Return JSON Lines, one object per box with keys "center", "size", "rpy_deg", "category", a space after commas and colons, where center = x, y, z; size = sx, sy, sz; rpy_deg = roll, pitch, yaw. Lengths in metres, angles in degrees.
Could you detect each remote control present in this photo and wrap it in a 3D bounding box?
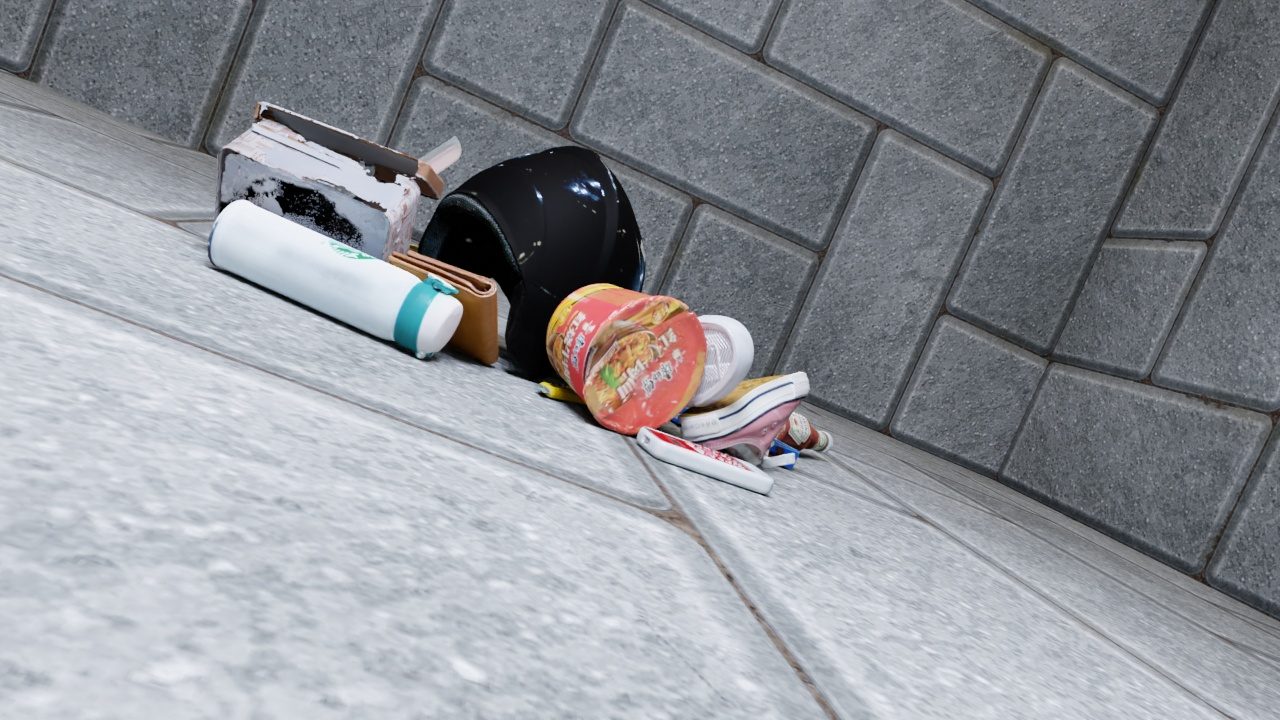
{"center": [0.062, 0.094, 0.862], "size": [0.136, 0.020, 0.056], "rpy_deg": [21, 4, -25], "category": "remote control"}

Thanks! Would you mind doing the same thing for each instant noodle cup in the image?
{"center": [-0.020, -0.010, 0.900], "size": [0.137, 0.138, 0.109], "rpy_deg": [20, 7, -37], "category": "instant noodle cup"}

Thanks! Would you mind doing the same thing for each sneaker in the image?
{"center": [0.058, 0.004, 0.985], "size": [0.090, 0.089, 0.243], "rpy_deg": [-14, -2, -33], "category": "sneaker"}
{"center": [0.121, 0.072, 1.010], "size": [0.118, 0.088, 0.240], "rpy_deg": [-10, 6, 33], "category": "sneaker"}

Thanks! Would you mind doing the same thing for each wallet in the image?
{"center": [-0.193, -0.054, 0.893], "size": [0.119, 0.035, 0.131], "rpy_deg": [19, -29, 3], "category": "wallet"}

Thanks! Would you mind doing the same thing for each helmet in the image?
{"center": [-0.104, -0.105, 1.040], "size": [0.233, 0.230, 0.275], "rpy_deg": [43, -12, 36], "category": "helmet"}

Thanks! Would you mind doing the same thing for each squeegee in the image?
{"center": [-0.285, -0.119, 1.113], "size": [0.040, 0.247, 0.250], "rpy_deg": [50, -11, 23], "category": "squeegee"}

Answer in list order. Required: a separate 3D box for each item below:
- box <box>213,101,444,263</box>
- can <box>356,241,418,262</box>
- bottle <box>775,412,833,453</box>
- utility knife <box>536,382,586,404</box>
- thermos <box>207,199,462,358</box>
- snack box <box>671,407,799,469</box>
{"center": [-0.309, -0.180, 0.941], "size": [0.182, 0.154, 0.180], "rpy_deg": [23, 36, -3], "category": "box"}
{"center": [-0.311, -0.120, 1.208], "size": [0.049, 0.074, 0.148], "rpy_deg": [22, 3, 27], "category": "can"}
{"center": [0.228, 0.108, 1.343], "size": [0.060, 0.060, 0.205], "rpy_deg": [26, 4, 36], "category": "bottle"}
{"center": [-0.059, 0.037, 0.960], "size": [0.033, 0.015, 0.164], "rpy_deg": [22, 3, 30], "category": "utility knife"}
{"center": [-0.270, -0.074, 0.826], "size": [0.224, 0.073, 0.073], "rpy_deg": [23, 4, 5], "category": "thermos"}
{"center": [0.114, 0.091, 1.138], "size": [0.157, 0.026, 0.084], "rpy_deg": [21, 4, -31], "category": "snack box"}
